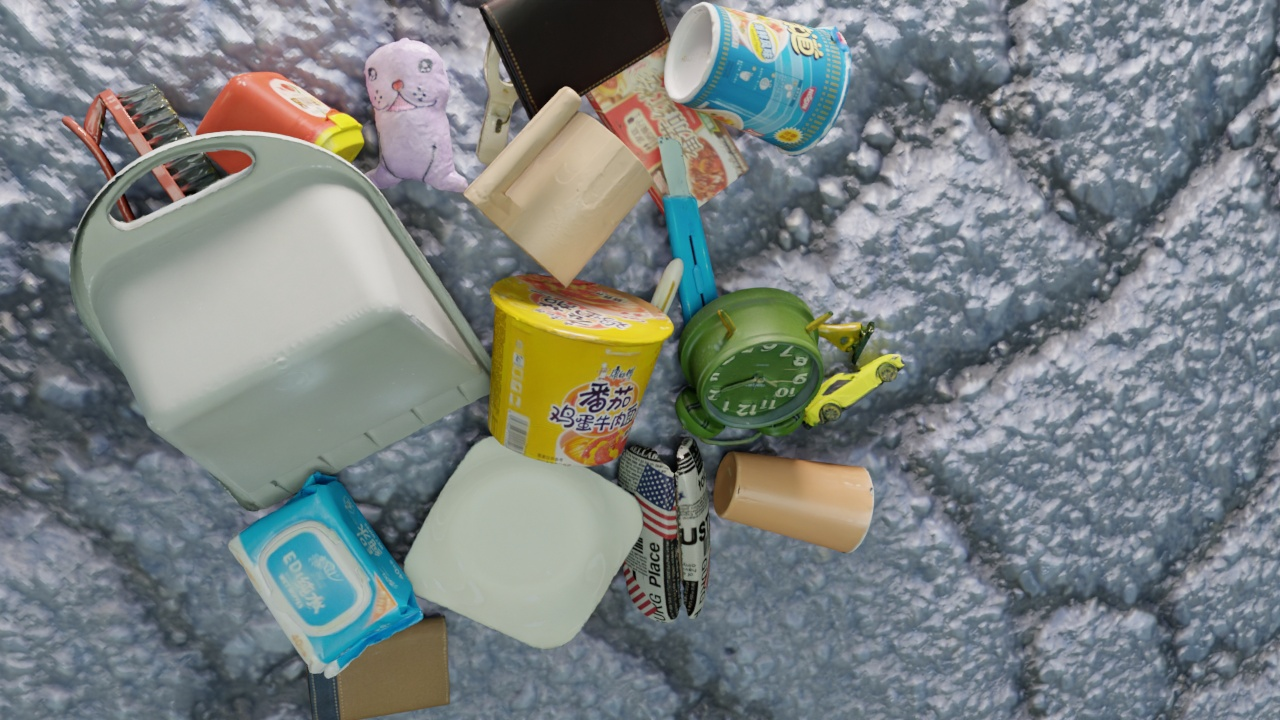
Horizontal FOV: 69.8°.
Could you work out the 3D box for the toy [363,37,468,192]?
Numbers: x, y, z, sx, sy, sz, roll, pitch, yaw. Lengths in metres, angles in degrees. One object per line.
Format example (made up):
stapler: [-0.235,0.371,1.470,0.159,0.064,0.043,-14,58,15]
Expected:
toy: [-0.168,-0.176,0.662,0.084,0.038,0.108,0,108,8]

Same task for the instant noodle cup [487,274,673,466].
instant noodle cup: [-0.053,0.009,0.696,0.138,0.138,0.110,7,111,-16]

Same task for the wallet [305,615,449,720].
wallet: [-0.220,0.259,0.770,0.115,0.033,0.090,-4,108,-14]

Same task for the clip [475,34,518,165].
clip: [-0.103,-0.202,0.683,0.034,0.082,0.105,8,124,-18]

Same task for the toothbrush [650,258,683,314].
toothbrush: [-0.004,0.004,0.747,0.016,0.018,0.192,21,110,-6]

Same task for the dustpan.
dustpan: [-0.245,-0.027,0.635,0.222,0.258,0.142,-27,73,-6]

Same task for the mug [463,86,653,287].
mug: [-0.060,-0.127,0.665,0.103,0.084,0.124,-48,150,-1]

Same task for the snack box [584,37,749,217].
snack box: [0.014,-0.190,0.711,0.075,0.025,0.153,-36,110,-3]

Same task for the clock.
clock: [0.089,0.014,0.752,0.116,0.056,0.162,1,134,-12]

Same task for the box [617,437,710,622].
box: [0.015,0.147,0.790,0.088,0.076,0.163,1,109,8]

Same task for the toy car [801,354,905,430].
toy car: [0.183,0.024,0.802,0.105,0.048,0.032,-33,83,-3]

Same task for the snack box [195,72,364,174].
snack box: [-0.245,-0.148,0.622,0.080,0.091,0.082,37,104,-12]

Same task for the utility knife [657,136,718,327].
utility knife: [0.038,-0.088,0.728,0.034,0.018,0.191,-20,121,-9]

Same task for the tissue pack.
tissue pack: [-0.242,0.165,0.707,0.090,0.063,0.140,-33,93,-3]

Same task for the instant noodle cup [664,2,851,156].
instant noodle cup: [0.080,-0.211,0.672,0.109,0.099,0.099,8,103,-28]

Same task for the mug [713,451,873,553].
mug: [0.130,0.119,0.801,0.122,0.078,0.078,13,101,-11]

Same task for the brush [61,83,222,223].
brush: [-0.322,-0.115,0.625,0.069,0.063,0.146,-35,109,-17]

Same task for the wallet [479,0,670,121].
wallet: [-0.041,-0.233,0.639,0.122,0.020,0.096,-34,137,-9]

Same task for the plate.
plate: [-0.096,0.147,0.763,0.164,0.034,0.164,29,100,-14]

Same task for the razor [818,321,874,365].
razor: [0.134,-0.021,0.785,0.132,0.028,0.043,1,139,-16]
